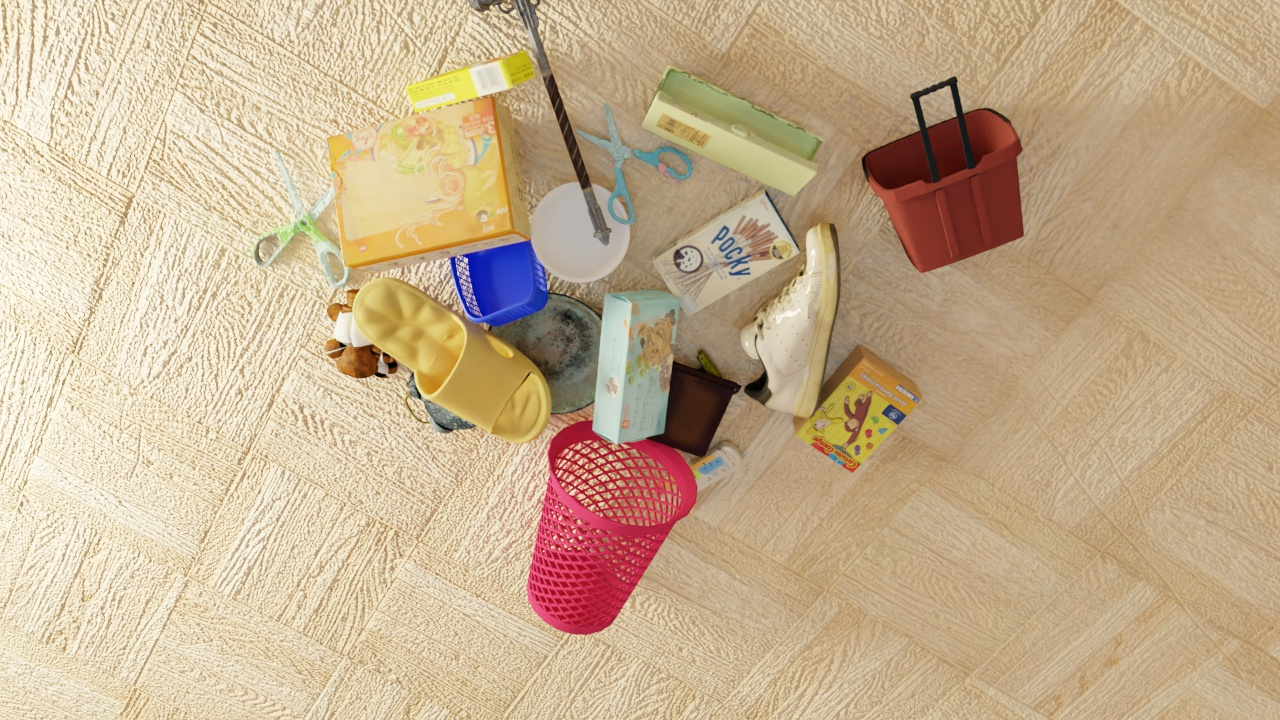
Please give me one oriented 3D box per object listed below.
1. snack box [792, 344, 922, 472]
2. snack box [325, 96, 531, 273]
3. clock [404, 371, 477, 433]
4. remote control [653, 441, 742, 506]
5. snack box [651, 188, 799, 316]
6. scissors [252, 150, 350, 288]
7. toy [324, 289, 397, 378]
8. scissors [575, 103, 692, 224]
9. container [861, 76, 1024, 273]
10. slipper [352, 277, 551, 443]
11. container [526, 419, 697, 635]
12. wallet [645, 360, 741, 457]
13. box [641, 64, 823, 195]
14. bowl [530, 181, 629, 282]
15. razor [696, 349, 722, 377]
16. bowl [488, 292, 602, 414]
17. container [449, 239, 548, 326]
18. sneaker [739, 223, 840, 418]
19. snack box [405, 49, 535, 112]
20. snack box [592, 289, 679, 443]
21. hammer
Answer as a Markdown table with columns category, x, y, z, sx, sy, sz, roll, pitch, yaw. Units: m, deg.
| category | x | y | z | sx | sy | sz | roll | pitch | yaw |
| --- | --- | --- | --- | --- | --- | --- | --- | --- | --- |
| snack box | 0.259 | 0.059 | 1.102 | 0.088 | 0.040 | 0.126 | 33 | 113 | -10 |
| snack box | -0.225 | -0.185 | 0.991 | 0.195 | 0.080 | 0.145 | -10 | 85 | 12 |
| clock | -0.233 | 0.042 | 1.129 | 0.129 | 0.052 | 0.090 | -23 | 110 | 13 |
| remote control | 0.073 | 0.146 | 1.170 | 0.126 | 0.018 | 0.038 | -34 | 107 | 20 |
| snack box | 0.096 | -0.121 | 1.042 | 0.150 | 0.026 | 0.082 | -30 | 109 | 17 |
| scissors | -0.387 | -0.159 | 1.076 | 0.172 | 0.023 | 0.168 | -39 | 100 | 22 |
| toy | -0.337 | -0.030 | 1.104 | 0.087 | 0.067 | 0.113 | 5 | 105 | 3 |
| scissors | -0.016 | -0.207 | 1.006 | 0.136 | 0.015 | 0.125 | 23 | 92 | -4 |
| container | 0.304 | -0.205 | 0.932 | 0.148 | 0.126 | 0.201 | -20 | 121 | 13 |
| slipper | -0.214 | 0.000 | 1.045 | 0.263 | 0.078 | 0.099 | 36 | 97 | -5 |
| container | -0.054 | 0.218 | 1.139 | 0.183 | 0.182 | 0.226 | 18 | 122 | -4 |
| wallet | 0.059 | 0.060 | 1.114 | 0.091 | 0.018 | 0.116 | 19 | 124 | -4 |
| box | 0.096 | -0.239 | 0.977 | 0.188 | 0.089 | 0.078 | 22 | 134 | -8 |
| bowl | -0.069 | -0.144 | 1.032 | 0.110 | 0.040 | 0.110 | -1 | 99 | -9 |
| razor | 0.044 | 0.030 | 1.119 | 0.106 | 0.026 | 0.042 | -32 | 110 | 21 |
| bowl | -0.105 | -0.013 | 1.101 | 0.157 | 0.038 | 0.158 | 2 | 114 | 4 |
| container | -0.157 | -0.099 | 1.034 | 0.096 | 0.058 | 0.114 | -20 | 75 | 13 |
| sneaker | 0.167 | -0.046 | 1.043 | 0.102 | 0.088 | 0.242 | 8 | 120 | 7 |
| snack box | -0.177 | -0.287 | 0.947 | 0.148 | 0.040 | 0.029 | -1 | 120 | 37 |
| snack box | -0.006 | 0.006 | 1.064 | 0.074 | 0.053 | 0.175 | -8 | 112 | -39 |
| hammer | -0.089 | -0.274 | 0.962 | 0.098 | 0.044 | 0.322 | -16 | 106 | 11 |
